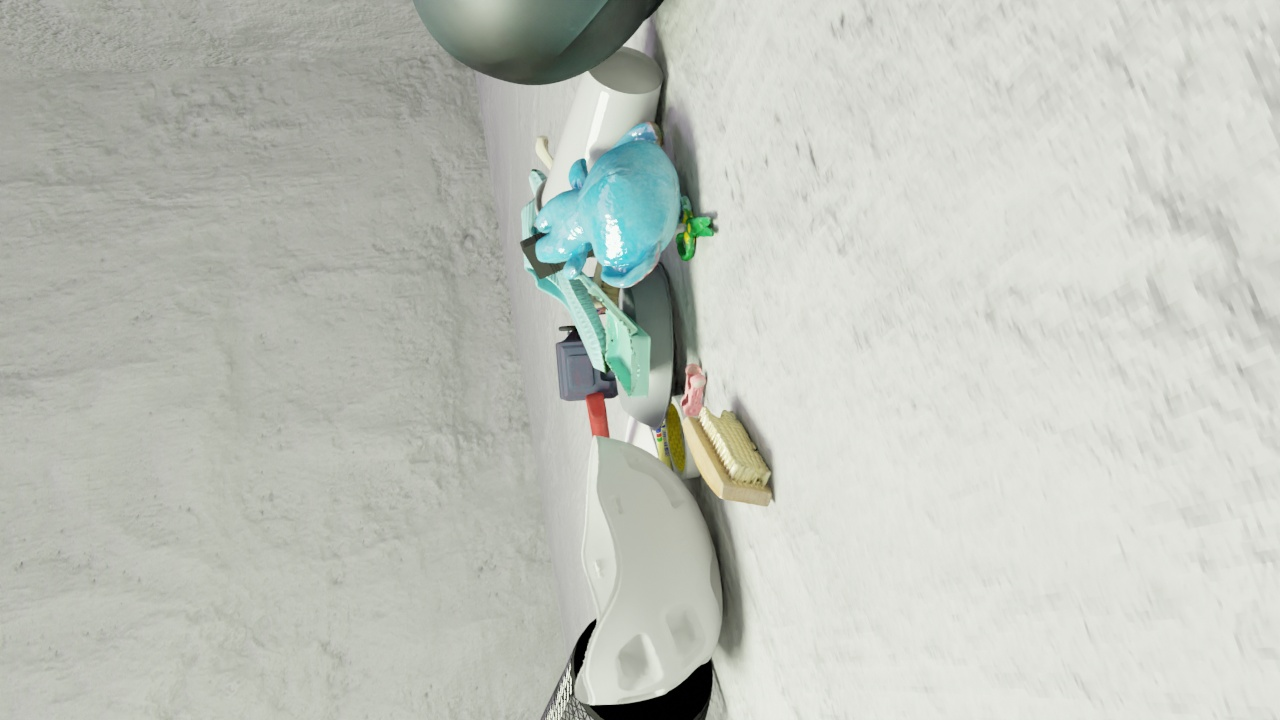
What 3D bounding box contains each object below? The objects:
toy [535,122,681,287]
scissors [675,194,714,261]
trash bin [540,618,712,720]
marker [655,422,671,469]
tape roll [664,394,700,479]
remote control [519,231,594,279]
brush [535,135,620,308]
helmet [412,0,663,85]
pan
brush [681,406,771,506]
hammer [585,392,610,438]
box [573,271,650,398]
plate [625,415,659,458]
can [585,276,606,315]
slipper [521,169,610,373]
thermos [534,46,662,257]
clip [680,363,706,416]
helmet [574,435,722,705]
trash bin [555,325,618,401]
[{"bbox_3d":[-0.030,-0.143,0.931,0.181,0.114,0.183,-18,63,40],"label":"toy"},{"bbox_3d":[0.051,-0.136,0.891,0.131,0.014,0.071,-179,81,-79],"label":"scissors"},{"bbox_3d":[-0.017,0.436,1.124,0.216,0.216,0.244,-109,23,-44],"label":"trash bin"},{"bbox_3d":[0.033,0.144,1.135,0.014,0.014,0.132,164,99,-78],"label":"marker"},{"bbox_3d":[0.048,0.085,1.019,0.094,0.019,0.094,172,91,-79],"label":"tape roll"},{"bbox_3d":[-0.062,-0.137,1.015,0.058,0.133,0.013,64,-177,-55],"label":"remote control"},{"bbox_3d":[-0.084,-0.190,1.249,0.062,0.077,0.272,106,142,-74],"label":"brush"},{"bbox_3d":[-0.109,-0.381,0.861,0.317,0.248,0.235,-2,78,59],"label":"helmet"},{"bbox_3d":[-0.007,0.007,1.159,0.357,0.050,0.200,120,148,-69],"label":"pan"},{"bbox_3d":[0.078,0.083,0.815,0.039,0.049,0.117,-66,25,24],"label":"brush"},{"bbox_3d":[-0.045,0.175,1.294,0.126,0.036,0.316,-111,11,-55],"label":"hammer"},{"bbox_3d":[-0.031,-0.041,1.003,0.187,0.057,0.138,-130,23,-72],"label":"box"},{"bbox_3d":[-0.004,0.184,1.294,0.229,0.030,0.229,172,91,-78],"label":"plate"},{"bbox_3d":[-0.058,-0.092,1.309,0.100,0.059,0.054,155,107,-78],"label":"can"},{"bbox_3d":[-0.104,-0.107,1.161,0.116,0.069,0.276,78,171,-80],"label":"slipper"},{"bbox_3d":[-0.041,-0.231,1.022,0.222,0.131,0.131,110,151,-50],"label":"thermos"},{"bbox_3d":[0.053,0.028,0.956,0.060,0.023,0.044,104,160,-56],"label":"clip"},{"bbox_3d":[-0.014,0.219,0.995,0.225,0.183,0.282,108,146,-52],"label":"helmet"},{"bbox_3d":[-0.073,0.003,1.293,0.160,0.092,0.094,-82,-12,-82],"label":"trash bin"}]
